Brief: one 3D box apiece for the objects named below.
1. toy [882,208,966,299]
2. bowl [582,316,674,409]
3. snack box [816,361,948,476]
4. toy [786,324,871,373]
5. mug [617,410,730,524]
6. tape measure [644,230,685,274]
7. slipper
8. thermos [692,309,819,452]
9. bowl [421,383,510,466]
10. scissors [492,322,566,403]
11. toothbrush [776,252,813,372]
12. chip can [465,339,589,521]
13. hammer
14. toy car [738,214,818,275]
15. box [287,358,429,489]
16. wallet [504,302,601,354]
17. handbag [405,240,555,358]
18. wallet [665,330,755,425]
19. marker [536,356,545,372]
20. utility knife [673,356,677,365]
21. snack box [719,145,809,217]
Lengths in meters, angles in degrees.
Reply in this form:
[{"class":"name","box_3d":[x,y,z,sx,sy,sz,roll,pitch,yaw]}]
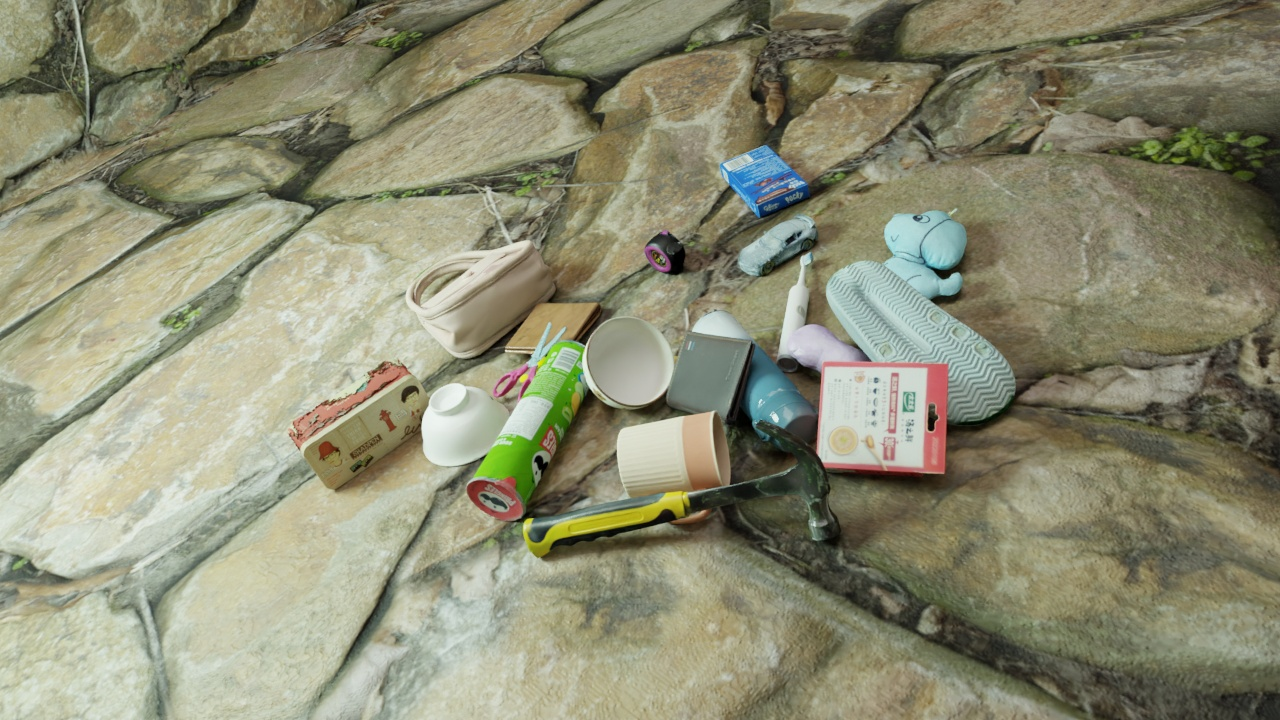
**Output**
[{"class":"toy","box_3d":[0.358,-0.137,1.159,0.156,0.050,0.161,-34,45,-13]},{"class":"bowl","box_3d":[-0.022,0.008,1.122,0.113,0.113,0.062,-44,3,-27]},{"class":"snack box","box_3d":[0.248,0.060,0.936,0.127,0.044,0.113,1,76,24]},{"class":"toy","box_3d":[0.222,-0.007,1.062,0.108,0.039,0.083,31,56,25]},{"class":"mug","box_3d":[0.038,0.118,0.980,0.106,0.081,0.114,-10,69,15]},{"class":"tape measure","box_3d":[0.037,-0.155,1.308,0.058,0.057,0.039,32,63,26]},{"class":"slipper","box_3d":[0.299,-0.015,1.016,0.104,0.074,0.245,-36,57,-5]},{"class":"thermos","box_3d":[0.128,0.021,1.056,0.070,0.070,0.220,-25,39,-7]},{"class":"bowl","box_3d":[-0.231,0.069,1.154,0.118,0.065,0.118,-12,40,10]},{"class":"scissors","box_3d":[-0.148,0.003,1.207,0.096,0.017,0.137,-2,55,33]},{"class":"toothbrush","box_3d":[0.199,-0.068,1.163,0.026,0.027,0.220,-31,27,38]},{"class":"chip can","box_3d":[-0.122,0.077,1.091,0.072,0.072,0.235,2,43,25]},{"class":"hammer","box_3d":[0.029,0.146,0.934,0.324,0.126,0.031,-14,4,17]},{"class":"toy car","box_3d":[0.189,-0.160,1.269,0.120,0.037,0.054,-34,41,-12]},{"class":"box","box_3d":[-0.360,0.074,1.181,0.168,0.091,0.079,-37,45,-20]},{"class":"wallet","box_3d":[-0.120,-0.045,1.267,0.101,0.020,0.115,0,35,25]},{"class":"handbag","box_3d":[-0.261,-0.108,1.374,0.193,0.093,0.234,-39,35,-24]},{"class":"wallet","box_3d":[0.080,0.018,1.054,0.122,0.020,0.096,12,87,57]},{"class":"marker","box_3d":[-0.131,0.039,1.188,0.018,0.015,0.124,-16,42,12]},{"class":"utility knife","box_3d":[-0.007,0.007,1.176,0.173,0.019,0.030,-5,35,25]},{"class":"snack box","box_3d":[0.189,-0.278,1.414,0.084,0.026,0.157,-23,39,-3]}]
